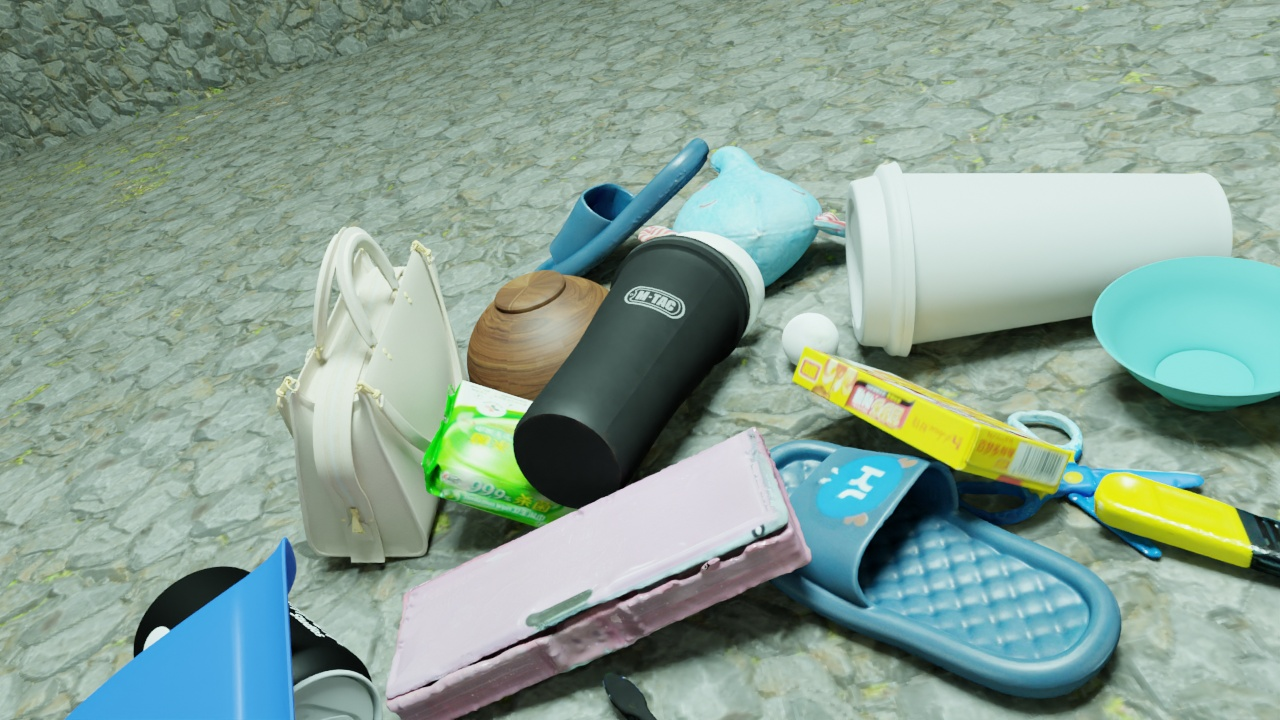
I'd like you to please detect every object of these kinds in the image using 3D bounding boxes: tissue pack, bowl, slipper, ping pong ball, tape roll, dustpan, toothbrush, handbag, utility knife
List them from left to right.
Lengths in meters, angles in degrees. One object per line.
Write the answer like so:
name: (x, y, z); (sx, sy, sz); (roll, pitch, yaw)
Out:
dustpan: (-0.230, 0.236, 0.373); (0.258, 0.059, 0.245); (-26, 51, 6)
handbag: (-0.178, 0.001, 0.612); (0.101, 0.198, 0.194); (0, 39, 1)
tissue pack: (-0.080, 0.062, 0.602); (0.114, 0.034, 0.099); (17, 31, -9)
bowl: (-0.082, -0.033, 0.761); (0.147, 0.069, 0.147); (-13, 32, 8)
slipper: (-0.025, -0.141, 0.858); (0.214, 0.059, 0.103); (-36, 9, 25)
tape roll: (0.047, -0.054, 0.703); (0.094, 0.094, 0.019); (-1, 35, 26)
toothbrush: (0.038, 0.196, 0.400); (0.014, 0.017, 0.188); (-36, 38, -20)
ping pong ball: (0.121, -0.014, 0.656); (0.040, 0.040, 0.040); (-13, 32, 8)
slipper: (0.130, 0.093, 0.467); (0.103, 0.059, 0.214); (-36, 37, -23)
bowl: (0.326, -0.006, 0.527); (0.121, 0.046, 0.121); (-11, 39, 9)
utility knife: (0.309, 0.092, 0.411); (0.198, 0.020, 0.028); (18, 52, 38)

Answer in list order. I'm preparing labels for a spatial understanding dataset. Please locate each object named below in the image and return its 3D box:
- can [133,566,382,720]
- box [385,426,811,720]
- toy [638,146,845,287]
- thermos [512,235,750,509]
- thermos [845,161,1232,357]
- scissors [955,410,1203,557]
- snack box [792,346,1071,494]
can: (-0.208, 0.171, 0.494); (0.146, 0.080, 0.080); (15, 44, 42)
box: (-0.030, 0.114, 0.493); (0.233, 0.041, 0.098); (-26, 32, 10)
toy: (0.086, -0.128, 0.801); (0.183, 0.115, 0.180); (-6, 20, -1)
thermos: (-0.004, 0.004, 0.613); (0.106, 0.106, 0.218); (-1, 30, 25)
thermos: (0.256, -0.074, 0.614); (0.222, 0.132, 0.131); (-4, 33, 8)
scissors: (0.237, 0.063, 0.506); (0.125, 0.016, 0.124); (-3, 39, 23)
snack box: (0.159, 0.031, 0.524); (0.075, 0.025, 0.152); (15, 9, -27)
